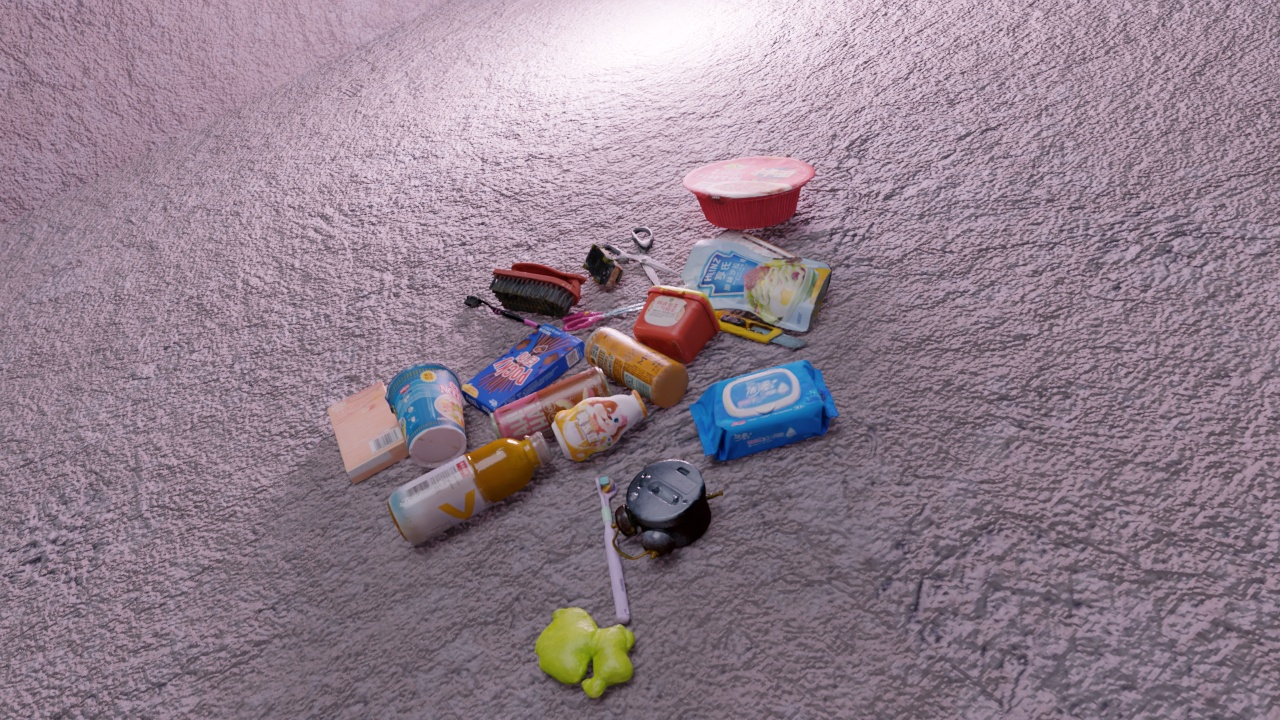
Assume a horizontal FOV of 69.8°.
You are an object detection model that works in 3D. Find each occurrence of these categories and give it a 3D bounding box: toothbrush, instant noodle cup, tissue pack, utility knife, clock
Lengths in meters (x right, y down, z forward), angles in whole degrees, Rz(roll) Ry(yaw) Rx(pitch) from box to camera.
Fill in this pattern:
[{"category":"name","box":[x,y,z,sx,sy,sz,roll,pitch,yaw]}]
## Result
[{"category":"toothbrush","box":[-0.205,-0.069,1.363,0.189,0.014,0.017,22,63,41]},{"category":"instant noodle cup","box":[0.159,-0.243,1.346,0.194,0.066,0.193,-5,27,2]},{"category":"instant noodle cup","box":[-0.263,0.074,1.152,0.099,0.099,0.110,-24,45,-5]},{"category":"toothbrush","box":[-0.027,0.193,0.949,0.021,0.029,0.189,-52,29,27]},{"category":"tissue pack","box":[0.134,0.054,1.019,0.157,0.052,0.094,-16,37,5]},{"category":"utility knife","box":[0.132,-0.046,1.175,0.193,0.015,0.033,20,55,40]},{"category":"clock","box":[0.022,0.156,0.942,0.121,0.055,0.082,-39,42,-22]}]

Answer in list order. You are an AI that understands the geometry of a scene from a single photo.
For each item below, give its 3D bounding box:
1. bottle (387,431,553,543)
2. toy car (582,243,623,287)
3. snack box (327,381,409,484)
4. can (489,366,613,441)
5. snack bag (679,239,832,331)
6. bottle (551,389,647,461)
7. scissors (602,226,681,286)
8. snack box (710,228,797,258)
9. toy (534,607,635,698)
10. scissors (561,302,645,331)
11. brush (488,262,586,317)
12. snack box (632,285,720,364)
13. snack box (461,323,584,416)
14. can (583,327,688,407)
[{"category":"bottle","box":[-0.191,0.140,1.048,0.189,0.068,0.068,-27,37,-9]},{"category":"toy car","box":[-0.056,-0.141,1.361,0.042,0.035,0.090,-62,36,16]},{"category":"snack box","box":[-0.362,0.093,1.220,0.084,0.026,0.157,-28,37,-10]},{"category":"can","box":[-0.106,0.060,1.117,0.147,0.058,0.058,-23,37,-5]},{"category":"snack bag","box":[0.142,-0.101,1.187,0.191,0.039,0.110,16,72,23]},{"category":"bottle","box":[-0.047,0.072,1.070,0.108,0.063,0.063,-25,37,-6]},{"category":"scissors","box":[0.003,-0.154,1.373,0.160,0.014,0.170,-1,42,23]},{"category":"snack box","box":[0.146,-0.139,1.277,0.075,0.026,0.154,-34,38,-17]},{"category":"toy","box":[-0.054,0.270,0.854,0.100,0.031,0.096,-11,40,12]},{"category":"scissors","box":[-0.046,-0.061,1.268,0.138,0.017,0.077,-9,20,11]},{"category":"brush","box":[-0.146,-0.107,1.342,0.146,0.063,0.069,11,60,33]},{"category":"snack box","box":[0.042,-0.045,1.166,0.091,0.082,0.080,14,58,36]},{"category":"snack box","box":[-0.155,0.014,1.224,0.156,0.026,0.085,-40,41,-24]},{"category":"can","box":[-0.007,0.007,1.138,0.058,0.058,0.146,-38,40,-22]}]
